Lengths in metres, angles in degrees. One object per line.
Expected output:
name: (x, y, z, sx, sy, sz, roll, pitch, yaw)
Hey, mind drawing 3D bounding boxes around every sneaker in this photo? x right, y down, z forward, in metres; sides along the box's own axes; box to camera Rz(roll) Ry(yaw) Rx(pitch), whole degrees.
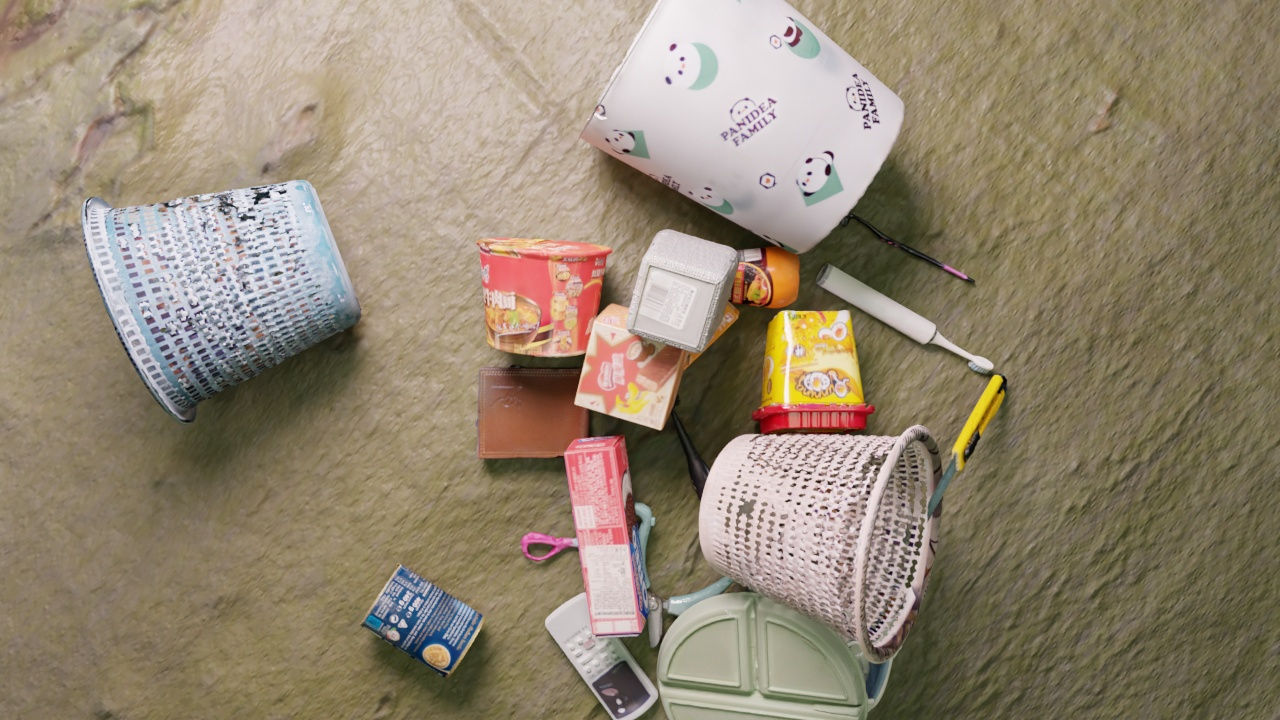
sneaker: (0.249, 0.262, 0.997, 0.089, 0.091, 0.242, 10, 92, -5)

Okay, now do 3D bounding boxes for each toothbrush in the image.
toothbrush: (0.287, -0.126, 1.016, 0.189, 0.014, 0.018, 26, 101, -5)
toothbrush: (0.295, -0.043, 1.014, 0.221, 0.026, 0.026, 29, 57, -5)
toothbrush: (0.069, 0.129, 1.012, 0.027, 0.026, 0.212, -24, 94, -25)

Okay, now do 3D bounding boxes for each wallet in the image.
wallet: (-0.115, 0.056, 0.995, 0.124, 0.032, 0.101, 0, 91, -4)

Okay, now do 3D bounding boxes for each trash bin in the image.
trash bin: (0.175, 0.162, 0.919, 0.192, 0.227, 0.227, 9, 93, 34)
trash bin: (0.100, -0.246, 0.900, 0.252, 0.229, 0.229, 32, 91, -10)
trash bin: (-0.389, -0.076, 0.894, 0.195, 0.227, 0.226, -21, 94, -15)

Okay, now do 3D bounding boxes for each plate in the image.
plate: (0.124, 0.357, 0.982, 0.230, 0.027, 0.230, 5, 105, 19)

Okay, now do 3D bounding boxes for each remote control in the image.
remote control: (-0.042, 0.332, 1.019, 0.058, 0.021, 0.150, -36, 94, -1)

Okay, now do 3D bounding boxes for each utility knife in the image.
utility knife: (0.345, 0.087, 0.964, 0.229, 0.015, 0.033, -47, 126, -36)

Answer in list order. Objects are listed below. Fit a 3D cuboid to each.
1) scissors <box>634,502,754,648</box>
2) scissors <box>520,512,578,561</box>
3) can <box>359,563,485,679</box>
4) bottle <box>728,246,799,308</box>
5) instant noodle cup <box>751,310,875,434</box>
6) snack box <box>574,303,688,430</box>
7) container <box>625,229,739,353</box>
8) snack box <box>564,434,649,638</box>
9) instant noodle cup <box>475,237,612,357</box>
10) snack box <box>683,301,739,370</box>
scissors: (0.036, 0.230, 1.005, 0.175, 0.019, 0.170, -13, 100, 10)
scissors: (-0.069, 0.196, 1.014, 0.136, 0.017, 0.133, -13, 98, -6)
can: (-0.232, 0.277, 0.977, 0.111, 0.075, 0.075, 33, 91, -4)
bottle: (0.093, -0.090, 0.985, 0.149, 0.066, 0.067, 1, 93, 4)
instant noodle cup: (0.180, 0.014, 0.974, 0.116, 0.116, 0.123, 0, 82, -3)
snack box: (-0.006, 0.005, 0.935, 0.094, 0.077, 0.093, 17, 110, 6)
container: (0.040, -0.065, 0.885, 0.090, 0.114, 0.090, 16, 110, 5)
snack box: (-0.035, 0.185, 0.968, 0.058, 0.057, 0.207, -6, 99, 11)
instant noodle cup: (-0.099, -0.066, 0.942, 0.138, 0.138, 0.109, 3, 101, -4)
snack box: (0.026, -0.023, 0.977, 0.075, 0.026, 0.154, 44, 109, -5)
